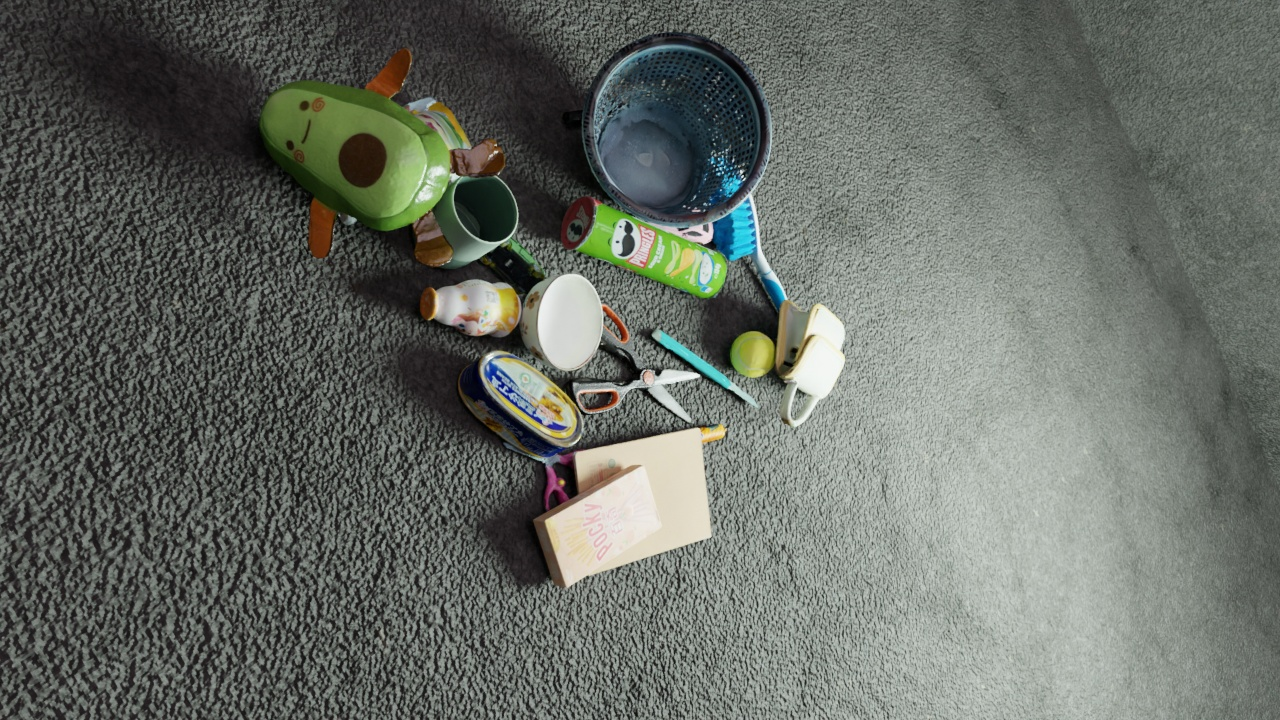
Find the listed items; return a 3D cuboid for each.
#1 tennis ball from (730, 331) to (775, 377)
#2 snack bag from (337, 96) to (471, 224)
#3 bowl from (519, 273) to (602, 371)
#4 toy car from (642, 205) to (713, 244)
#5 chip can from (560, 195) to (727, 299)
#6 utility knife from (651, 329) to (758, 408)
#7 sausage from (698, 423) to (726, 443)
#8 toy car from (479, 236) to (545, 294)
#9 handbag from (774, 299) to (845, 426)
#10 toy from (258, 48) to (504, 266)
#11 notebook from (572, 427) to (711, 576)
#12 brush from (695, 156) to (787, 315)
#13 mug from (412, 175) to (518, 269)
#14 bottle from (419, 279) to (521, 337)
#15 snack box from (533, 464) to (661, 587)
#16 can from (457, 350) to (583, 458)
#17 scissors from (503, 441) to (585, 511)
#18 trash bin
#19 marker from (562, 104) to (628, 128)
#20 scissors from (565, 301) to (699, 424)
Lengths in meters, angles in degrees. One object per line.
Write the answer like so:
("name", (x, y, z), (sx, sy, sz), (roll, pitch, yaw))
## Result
("tennis ball", (0.160, -0.009, 1.302), (0.065, 0.066, 0.065), (13, 68, -37))
("snack bag", (-0.278, -0.223, 1.019), (0.190, 0.039, 0.110), (-32, 103, -38))
("bowl", (-0.103, -0.046, 1.083), (0.113, 0.062, 0.113), (-9, 102, -52))
("toy car", (0.055, -0.195, 1.291), (0.122, 0.037, 0.056), (6, 72, -38))
("chip can", (0.010, -0.146, 1.214), (0.235, 0.072, 0.072), (17, 66, -36))
("utility knife", (0.091, 0.013, 1.269), (0.209, 0.013, 0.029), (34, 30, -26))
("sausage", (0.057, 0.105, 1.209), (0.164, 0.022, 0.021), (-9, 82, -42))
("toy car", (-0.152, -0.119, 1.086), (0.091, 0.043, 0.036), (45, 30, -11))
("handbag", (0.246, 0.013, 1.335), (0.163, 0.063, 0.178), (26, 71, -58))
("toy", (-0.274, -0.204, 0.924), (0.247, 0.090, 0.227), (25, 88, 0))
("notebook", (0.007, 0.170, 1.140), (0.207, 0.008, 0.148), (-8, 92, -41))
("brush", (0.163, -0.160, 1.364), (0.109, 0.061, 0.314), (-19, 92, -45))
("mug", (-0.196, -0.164, 1.021), (0.082, 0.107, 0.111), (24, 63, -32))
("bottle", (-0.190, -0.059, 1.023), (0.108, 0.063, 0.063), (3, 74, -40))
("snack box", (-0.047, 0.190, 1.068), (0.156, 0.026, 0.084), (-25, 104, -39))
("can", (-0.134, 0.050, 1.038), (0.148, 0.049, 0.074), (40, 50, -18))
("scissors", (-0.100, 0.117, 1.079), (0.128, 0.017, 0.133), (-18, 86, -40))
("trash bin", (0.030, -0.269, 1.158), (0.226, 0.195, 0.226), (0, 91, -9))
("marker", (-0.051, -0.335, 1.255), (0.131, 0.020, 0.022), (-21, 107, -41))
("scissors", (-0.014, 0.022, 1.180), (0.221, 0.022, 0.221), (-44, 111, -37))
